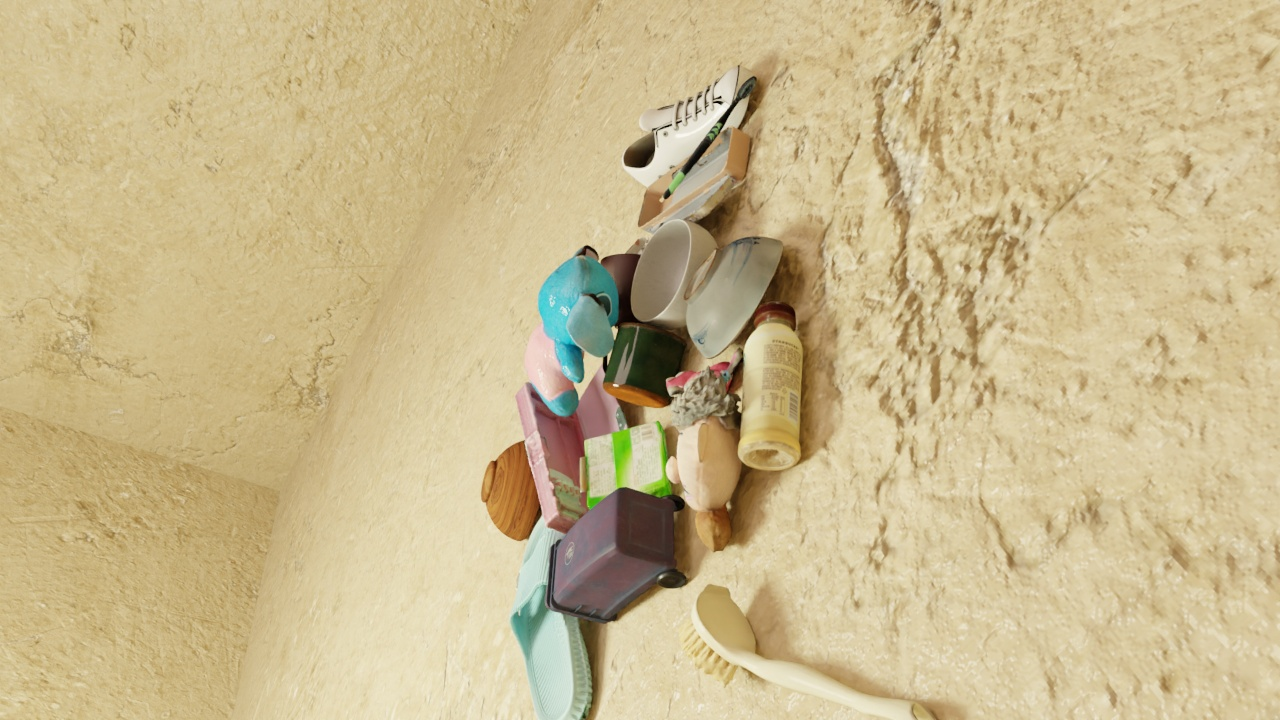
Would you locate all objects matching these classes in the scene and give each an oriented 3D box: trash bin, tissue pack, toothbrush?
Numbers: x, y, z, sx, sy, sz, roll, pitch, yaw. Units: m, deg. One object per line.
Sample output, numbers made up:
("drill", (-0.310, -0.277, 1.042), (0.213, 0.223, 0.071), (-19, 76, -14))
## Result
("trash bin", (-0.028, 0.210, 0.973), (0.161, 0.092, 0.093), (-48, 30, 43))
("tissue pack", (-0.017, 0.121, 1.030), (0.099, 0.034, 0.113), (-15, 43, 8))
("toothbrush", (0.087, -0.279, 1.160), (0.188, 0.014, 0.017), (-52, 17, 16))

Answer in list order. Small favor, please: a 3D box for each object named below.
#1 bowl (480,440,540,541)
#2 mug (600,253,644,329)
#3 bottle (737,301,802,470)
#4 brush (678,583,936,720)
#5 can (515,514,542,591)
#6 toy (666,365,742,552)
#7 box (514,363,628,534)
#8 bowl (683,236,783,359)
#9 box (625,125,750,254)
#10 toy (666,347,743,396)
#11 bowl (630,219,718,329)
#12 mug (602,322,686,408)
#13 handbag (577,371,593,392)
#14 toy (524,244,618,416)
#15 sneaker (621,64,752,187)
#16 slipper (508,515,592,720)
("bowl", (-0.187, 0.177, 1.302), (0.147, 0.069, 0.147), (-167, 91, -74))
("mug", (-0.022, -0.084, 1.214), (0.114, 0.087, 0.088), (-7, 75, 43))
("bottle", (0.124, 0.021, 0.865), (0.057, 0.056, 0.161), (-35, 39, 48))
("brush", (0.118, 0.238, 0.706), (0.273, 0.062, 0.077), (4, 88, 60))
("can", (-0.124, 0.249, 1.178), (0.044, 0.044, 0.106), (13, 81, 65))
("toy", (0.063, 0.096, 0.884), (0.132, 0.076, 0.175), (39, -132, -71))
("box", (-0.071, 0.097, 1.126), (0.115, 0.099, 0.232), (-47, 37, 21))
("bowl", (0.087, -0.078, 0.979), (0.151, 0.057, 0.150), (-57, 9, 15))
("box", (0.053, -0.206, 1.206), (0.217, 0.063, 0.156), (-25, 27, 55))
("toy", (0.071, 0.026, 0.986), (0.065, 0.050, 0.103), (-41, 18, -33))
("bowl", (0.050, -0.098, 1.100), (0.132, 0.064, 0.131), (-41, 40, 46))
("mug", (-0.007, 0.006, 1.093), (0.111, 0.085, 0.081), (5, 74, 42))
("handbag", (-0.093, 0.101, 1.248), (0.084, 0.027, 0.178), (-3, 70, 63))
("toy", (-0.088, -0.045, 1.127), (0.223, 0.099, 0.192), (-104, 31, -56))
("sneaker", (0.053, -0.324, 1.254), (0.246, 0.097, 0.091), (-32, 42, 52))
("slipper", (-0.111, 0.292, 1.055), (0.116, 0.069, 0.275), (-44, 40, 34))
